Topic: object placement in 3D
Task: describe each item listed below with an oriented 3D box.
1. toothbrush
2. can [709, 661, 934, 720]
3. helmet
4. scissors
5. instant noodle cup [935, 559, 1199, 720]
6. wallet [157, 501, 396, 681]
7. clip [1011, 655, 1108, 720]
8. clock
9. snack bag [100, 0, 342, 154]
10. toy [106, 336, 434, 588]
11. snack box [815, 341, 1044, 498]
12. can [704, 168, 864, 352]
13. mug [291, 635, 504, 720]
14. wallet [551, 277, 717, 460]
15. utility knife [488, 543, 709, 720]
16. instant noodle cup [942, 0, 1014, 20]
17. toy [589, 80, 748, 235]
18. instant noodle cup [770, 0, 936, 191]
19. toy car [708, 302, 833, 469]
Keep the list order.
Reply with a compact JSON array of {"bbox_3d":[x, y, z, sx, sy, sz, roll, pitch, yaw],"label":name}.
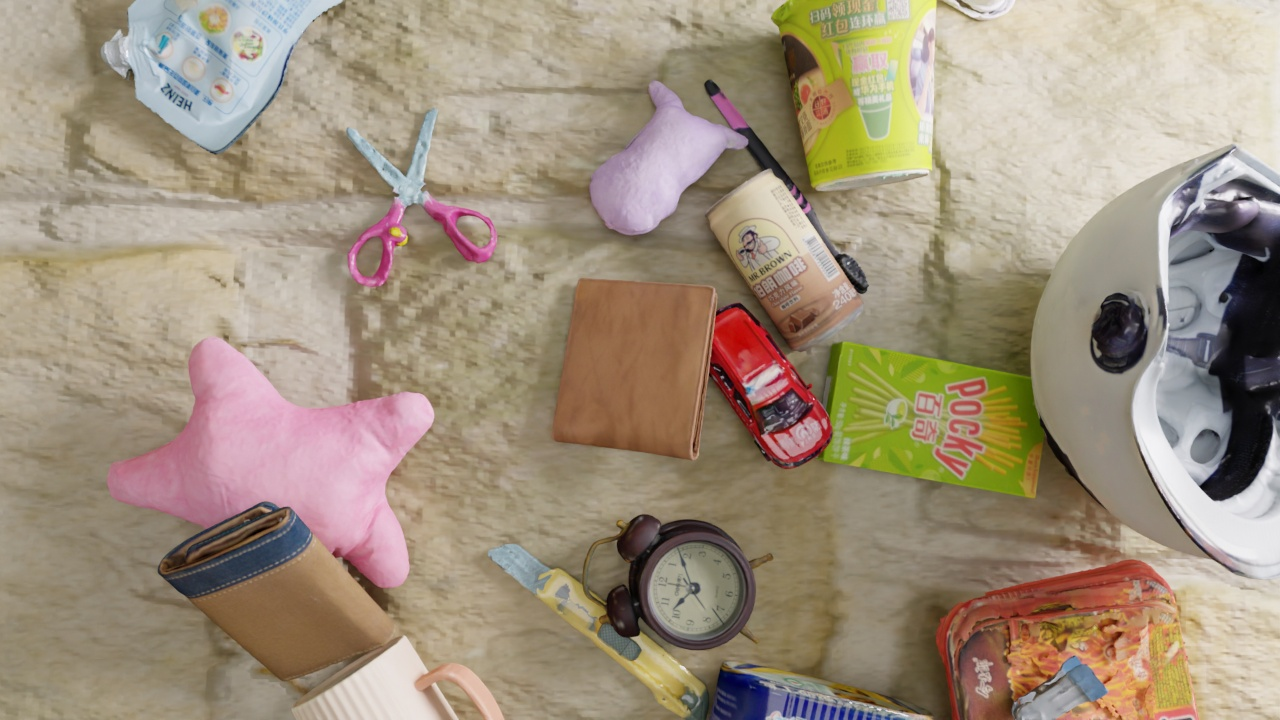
[{"bbox_3d":[0.104,-0.124,0.650,0.014,0.018,0.189,-37,89,-5],"label":"toothbrush"},{"bbox_3d":[0.118,0.238,0.600,0.148,0.075,0.049,15,81,-6],"label":"can"},{"bbox_3d":[0.345,0.001,0.595,0.229,0.146,0.258,17,81,-23],"label":"helmet"},{"bbox_3d":[-0.150,-0.109,0.624,0.131,0.017,0.133,15,81,-3],"label":"scissors"},{"bbox_3d":[0.280,0.234,0.614,0.164,0.079,0.188,-9,88,-7],"label":"instant noodle cup"},{"bbox_3d":[-0.212,0.140,0.546,0.090,0.033,0.115,-23,122,9],"label":"wallet"},{"bbox_3d":[0.256,0.208,0.568,0.058,0.045,0.027,-33,87,4],"label":"clip"},{"bbox_3d":[0.022,0.146,0.605,0.122,0.055,0.082,11,85,-4],"label":"clock"},{"bbox_3d":[-0.264,-0.238,0.609,0.110,0.039,0.191,36,85,-8],"label":"snack bag"},{"bbox_3d":[-0.234,0.084,0.575,0.194,0.074,0.178,14,97,-3],"label":"toy"},{"bbox_3d":[0.206,0.042,0.645,0.156,0.026,0.085,11,86,-6],"label":"snack box"},{"bbox_3d":[0.098,-0.067,0.624,0.058,0.058,0.116,-34,90,-7],"label":"can"},{"bbox_3d":[-0.141,0.229,0.563,0.115,0.081,0.106,-32,88,14],"label":"mug"},{"bbox_3d":[-0.004,0.004,0.611,0.101,0.020,0.115,7,82,20],"label":"wallet"},{"bbox_3d":[-0.025,0.182,0.621,0.188,0.020,0.031,38,77,2],"label":"utility knife"},{"bbox_3d":[0.222,-0.345,0.656,0.173,0.060,0.138,28,84,-2],"label":"instant noodle cup"},{"bbox_3d":[0.009,-0.135,0.630,0.084,0.039,0.108,39,87,15],"label":"toy"},{"bbox_3d":[0.150,-0.180,0.618,0.111,0.112,0.123,-7,94,-7],"label":"instant noodle cup"},{"bbox_3d":[0.081,0.016,0.618,0.053,0.045,0.120,-35,80,-3],"label":"toy car"}]
